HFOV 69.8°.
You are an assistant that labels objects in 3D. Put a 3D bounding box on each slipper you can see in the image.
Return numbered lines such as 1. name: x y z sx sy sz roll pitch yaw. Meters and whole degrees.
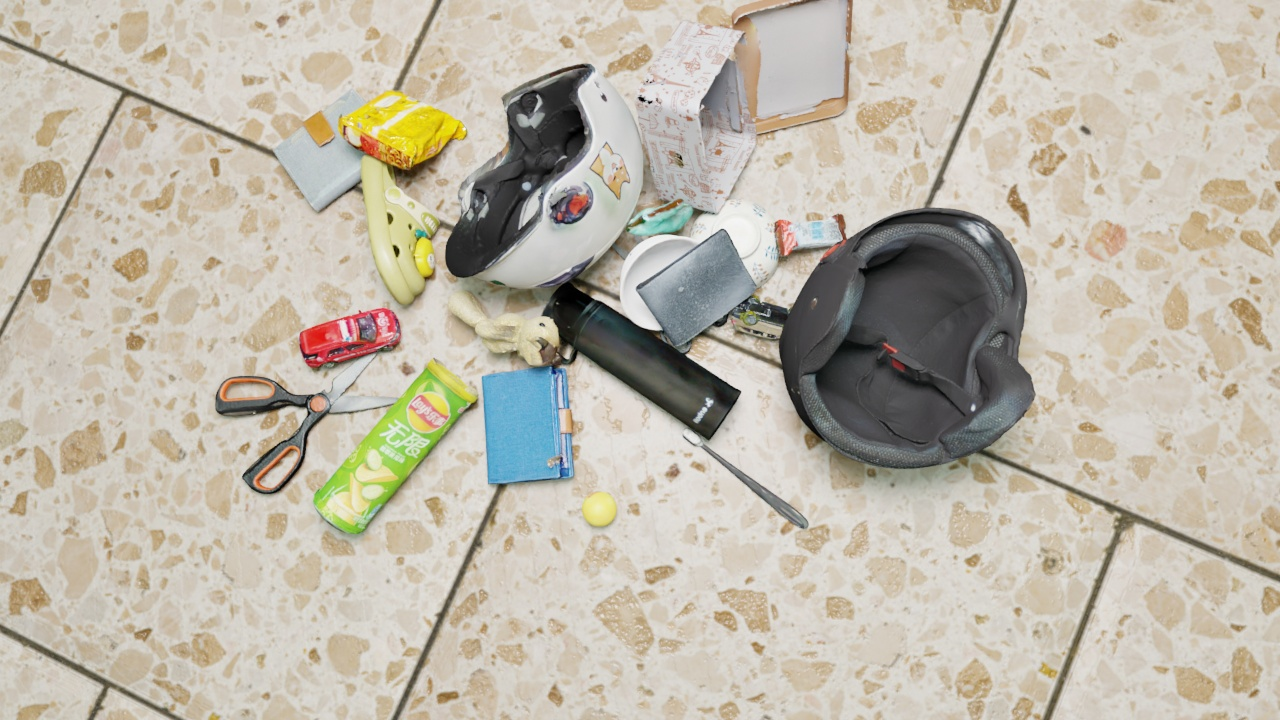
1. slipper: -0.283 -0.164 1.096 0.081 0.092 0.190 -13 81 -3

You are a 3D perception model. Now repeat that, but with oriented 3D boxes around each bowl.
1. bowl: 0.022 -0.102 1.058 0.118 0.118 0.064 -32 40 -1
2. bowl: 0.112 -0.140 1.077 0.113 0.062 0.113 -1 81 3

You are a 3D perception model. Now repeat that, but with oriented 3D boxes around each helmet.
1. helmet: -0.091 -0.189 1.040 0.156 0.230 0.274 27 82 -34
2. helmet: 0.269 -0.024 0.966 0.233 0.230 0.274 32 87 -9

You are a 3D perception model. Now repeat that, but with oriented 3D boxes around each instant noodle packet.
1. instant noodle packet: -0.285 -0.278 1.103 0.111 0.128 0.044 28 128 6

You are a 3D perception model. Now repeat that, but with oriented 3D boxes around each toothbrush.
1. toothbrush: 0.121 0.136 1.063 0.181 0.018 0.015 38 83 7

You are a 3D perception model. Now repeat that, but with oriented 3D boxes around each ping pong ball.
1. ping pong ball: -0.047 0.171 1.057 0.040 0.040 0.040 -1 82 4

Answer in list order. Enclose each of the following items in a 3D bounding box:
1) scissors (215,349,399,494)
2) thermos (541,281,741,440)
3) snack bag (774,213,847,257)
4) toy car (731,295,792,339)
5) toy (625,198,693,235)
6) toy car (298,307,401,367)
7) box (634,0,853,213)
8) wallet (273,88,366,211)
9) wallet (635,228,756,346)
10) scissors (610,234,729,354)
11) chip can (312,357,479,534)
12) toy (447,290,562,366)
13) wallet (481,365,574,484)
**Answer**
1. scissors: -0.406 0.067 1.109 0.221 0.022 0.224 15 82 1
2. thermos: -0.006 0.006 1.071 0.242 0.068 0.090 33 118 9
3. snack bag: 0.202 -0.148 1.073 0.105 0.026 0.045 -9 84 -27
4. toy car: 0.152 -0.046 1.072 0.090 0.035 0.042 13 41 6
5. toy: 0.026 -0.160 1.031 0.097 0.091 0.030 -25 87 44
6. toy car: -0.348 -0.028 1.097 0.120 0.045 0.053 -17 74 -8
7. box: 0.115 -0.301 1.033 0.272 0.179 0.130 -36 59 -11
8. wallet: -0.380 -0.265 1.142 0.129 0.037 0.106 -37 82 -1
9. wallet: 0.066 -0.081 1.037 0.121 0.097 0.019 -35 38 1
10. scissors: 0.033 -0.088 1.102 0.166 0.014 0.162 4 80 6
11. chip can: -0.286 0.102 1.068 0.072 0.072 0.221 39 87 8
12. toy: -0.158 -0.040 1.068 0.157 0.105 0.066 26 78 27
13. wallet: -0.132 0.076 1.078 0.106 0.040 0.133 -7 82 12
